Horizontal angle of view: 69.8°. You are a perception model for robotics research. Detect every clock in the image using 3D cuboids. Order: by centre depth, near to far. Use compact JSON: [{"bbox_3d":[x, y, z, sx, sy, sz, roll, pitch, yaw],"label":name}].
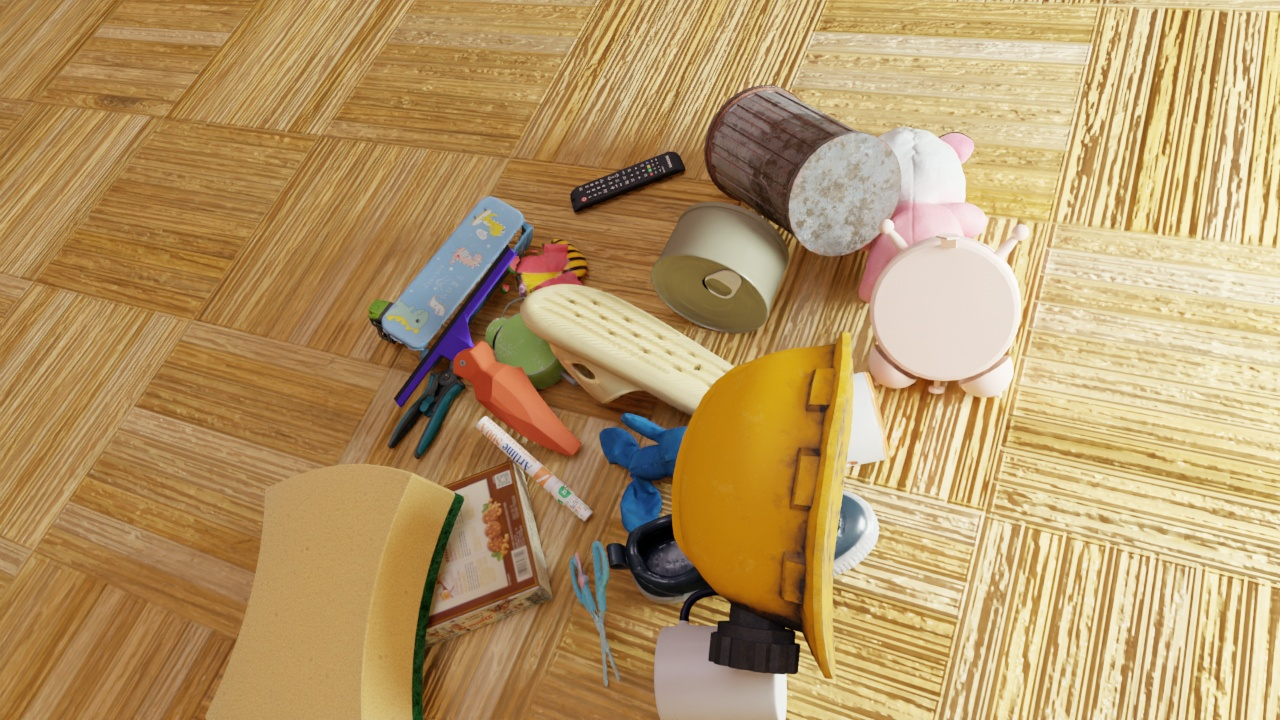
[{"bbox_3d":[0.278,-0.044,0.843,0.131,0.161,0.086,6,23,20],"label":"clock"},{"bbox_3d":[-0.118,-0.018,1.006,0.094,0.042,0.119,-25,63,0],"label":"clock"}]

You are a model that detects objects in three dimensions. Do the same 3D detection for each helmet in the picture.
[{"bbox_3d":[0.091,0.102,0.702,0.131,0.205,0.255,4,79,15],"label":"helmet"}]

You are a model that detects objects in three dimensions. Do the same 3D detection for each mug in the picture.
[{"bbox_3d":[0.068,0.244,0.763,0.097,0.078,0.111,-5,67,15],"label":"mug"},{"bbox_3d":[0.168,0.062,0.849,0.105,0.082,0.082,-14,56,10],"label":"mug"}]

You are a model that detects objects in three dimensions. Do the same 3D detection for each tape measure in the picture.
[{"bbox_3d":[-0.289,-0.041,1.073,0.066,0.059,0.035,22,68,26],"label":"tape measure"}]

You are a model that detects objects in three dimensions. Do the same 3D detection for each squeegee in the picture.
[{"bbox_3d":[-0.136,0.033,0.938,0.185,0.250,0.055,41,33,-3],"label":"squeegee"}]

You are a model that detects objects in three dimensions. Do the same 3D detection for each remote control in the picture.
[{"bbox_3d":[-0.017,-0.219,1.126,0.147,0.015,0.033,-20,55,4],"label":"remote control"}]

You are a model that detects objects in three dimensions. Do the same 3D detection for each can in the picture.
[{"bbox_3d":[0.083,-0.095,0.948,0.128,0.128,0.073,13,62,24],"label":"can"}]

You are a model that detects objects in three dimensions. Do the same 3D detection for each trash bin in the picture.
[{"bbox_3d":[0.160,-0.203,0.958,0.131,0.131,0.211,-31,34,-3],"label":"trash bin"}]

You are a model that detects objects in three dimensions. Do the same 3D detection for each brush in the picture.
[{"bbox_3d":[-0.280,0.227,0.850,0.195,0.075,0.249,-9,62,28],"label":"brush"}]

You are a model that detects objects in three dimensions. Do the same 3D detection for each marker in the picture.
[{"bbox_3d":[-0.106,0.108,0.915,0.145,0.017,0.017,40,75,10],"label":"marker"}]

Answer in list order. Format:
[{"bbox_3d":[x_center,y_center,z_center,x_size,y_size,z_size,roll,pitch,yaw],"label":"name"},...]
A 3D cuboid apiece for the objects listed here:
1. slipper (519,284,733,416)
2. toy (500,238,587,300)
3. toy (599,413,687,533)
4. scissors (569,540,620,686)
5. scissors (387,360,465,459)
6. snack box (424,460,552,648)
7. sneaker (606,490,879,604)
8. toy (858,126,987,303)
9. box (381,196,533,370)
[{"bbox_3d":[-0.006,0.006,0.945,0.261,0.079,0.111,27,38,15],"label":"slipper"},{"bbox_3d":[-0.105,-0.099,1.058,0.084,0.046,0.103,41,67,15],"label":"toy"},{"bbox_3d":[0.030,0.098,0.869,0.177,0.071,0.112,-21,78,32],"label":"toy"},{"bbox_3d":[-0.035,0.216,0.814,0.015,0.120,0.138,-8,46,-26],"label":"scissors"},{"bbox_3d":[-0.232,0.044,1.026,0.150,0.019,0.131,-23,55,4],"label":"scissors"},{"bbox_3d":[-0.172,0.189,0.901,0.147,0.041,0.143,-22,55,3],"label":"snack box"},{"bbox_3d":[0.090,0.155,0.810,0.236,0.087,0.089,-16,56,7],"label":"sneaker"},{"bbox_3d":[0.282,-0.158,0.951,0.142,0.084,0.212,-4,59,19],"label":"toy"},{"bbox_3d":[-0.211,-0.094,1.057,0.079,0.073,0.210,34,71,-2],"label":"box"}]
